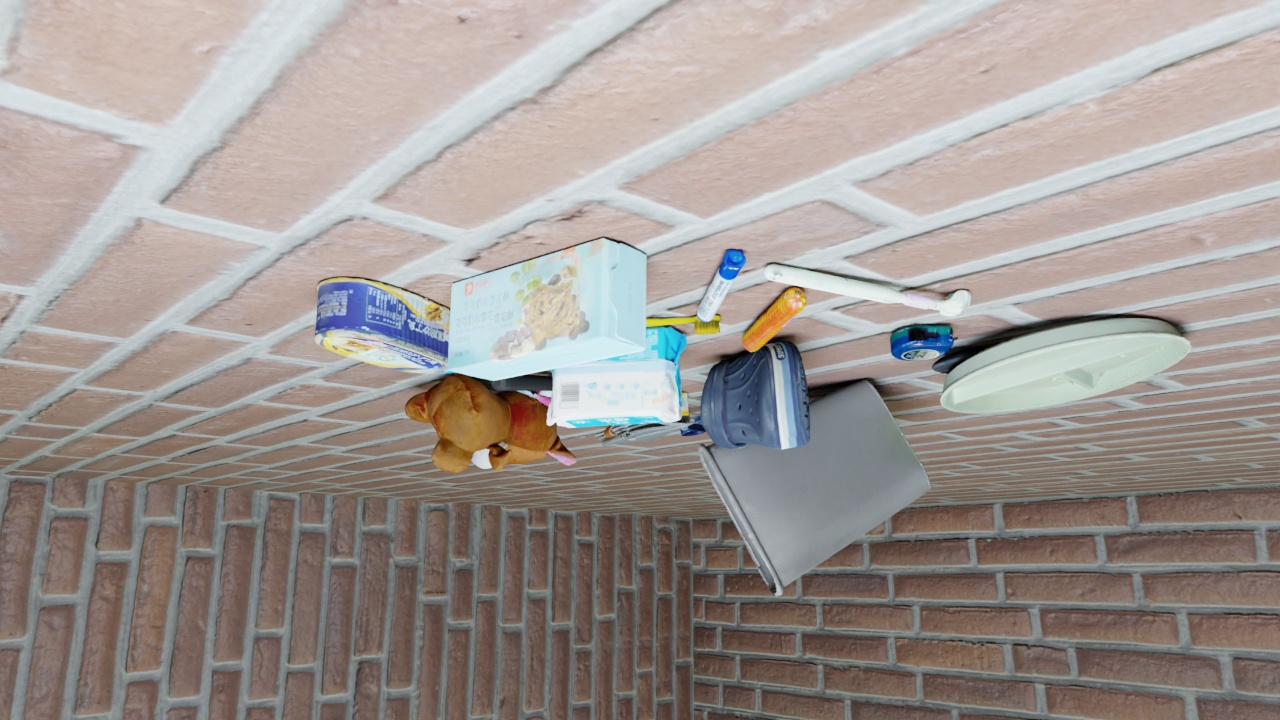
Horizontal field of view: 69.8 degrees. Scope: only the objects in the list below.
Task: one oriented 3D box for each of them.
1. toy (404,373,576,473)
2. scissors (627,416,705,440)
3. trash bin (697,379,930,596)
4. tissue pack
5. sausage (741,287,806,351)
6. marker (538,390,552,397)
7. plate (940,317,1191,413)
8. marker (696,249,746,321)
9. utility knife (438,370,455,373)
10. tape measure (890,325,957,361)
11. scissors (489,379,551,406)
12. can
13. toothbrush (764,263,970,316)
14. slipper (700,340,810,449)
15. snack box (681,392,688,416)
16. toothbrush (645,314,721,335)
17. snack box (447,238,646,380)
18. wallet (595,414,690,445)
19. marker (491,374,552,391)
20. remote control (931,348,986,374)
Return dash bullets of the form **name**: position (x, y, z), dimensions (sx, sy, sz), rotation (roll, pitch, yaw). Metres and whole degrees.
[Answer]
- **toy**: position (-0.180, 0.086, 1.128), dimensions (0.199, 0.140, 0.131), rotation (4, 131, -49)
- **scissors**: position (0.068, 0.087, 1.258), dimensions (0.176, 0.012, 0.162), rotation (-17, 166, 2)
- **trash bin**: position (0.210, 0.149, 1.118), dimensions (0.219, 0.198, 0.199), rotation (-27, 166, -2)
- **tissue pack**: position (-0.024, 0.017, 0.885), dimensions (0.140, 0.090, 0.063), rotation (-3, 166, 13)
- **sausage**: position (0.116, -0.034, 0.813), dimensions (0.021, 0.021, 0.165), rotation (2, 166, -8)
- **marker**: position (-0.062, 0.035, 1.121), dimensions (0.145, 0.017, 0.017), rotation (-7, 165, 28)
- **plate**: position (0.412, 0.008, 0.907), dimensions (0.230, 0.027, 0.230), rotation (-7, 160, -3)
- **marker**: position (0.062, -0.056, 0.731), dimensions (0.017, 0.017, 0.146), rotation (1, 166, -5)
- **utility knife**: position (-0.136, 0.001, 0.977), dimensions (0.186, 0.018, 0.034), rotation (-2, 166, 6)
- **tape measure**: position (0.266, -0.018, 0.871), dimensions (0.054, 0.025, 0.058), rotation (2, 163, 2)
- **scissors**: position (-0.123, 0.043, 1.082), dimensions (0.138, 0.017, 0.077), rotation (19, 171, 17)
- **can**: position (-0.216, -0.027, 0.791), dimensions (0.075, 0.049, 0.148), rotation (-6, 165, 25)
- **toothbrush**: position (0.181, -0.056, 0.726), dimensions (0.189, 0.020, 0.029), rotation (7, 135, -22)
- **slipper**: position (0.104, 0.040, 0.949), dimensions (0.095, 0.105, 0.253), rotation (-8, 178, -7)
- **snack box**: position (-0.012, 0.058, 1.143), dimensions (0.087, 0.033, 0.140), rotation (-8, 172, 33)
- **toothbrush**: position (-0.021, -0.029, 0.845), dimensions (0.190, 0.016, 0.016), rotation (-2, 166, 10)
- **snack box**: position (-0.075, -0.035, 0.700), dimensions (0.175, 0.074, 0.051), rotation (-11, 164, 38)
- **wallet**: position (-0.001, 0.098, 1.345), dimensions (0.106, 0.037, 0.130), rotation (-6, 170, -23)
- **marker**: position (-0.120, 0.026, 1.033), dimensions (0.020, 0.022, 0.131), rotation (-45, 158, 19)
- **remote control**: position (0.356, 0.003, 0.958), dimensions (0.136, 0.024, 0.053), rotation (8, 160, -37)
